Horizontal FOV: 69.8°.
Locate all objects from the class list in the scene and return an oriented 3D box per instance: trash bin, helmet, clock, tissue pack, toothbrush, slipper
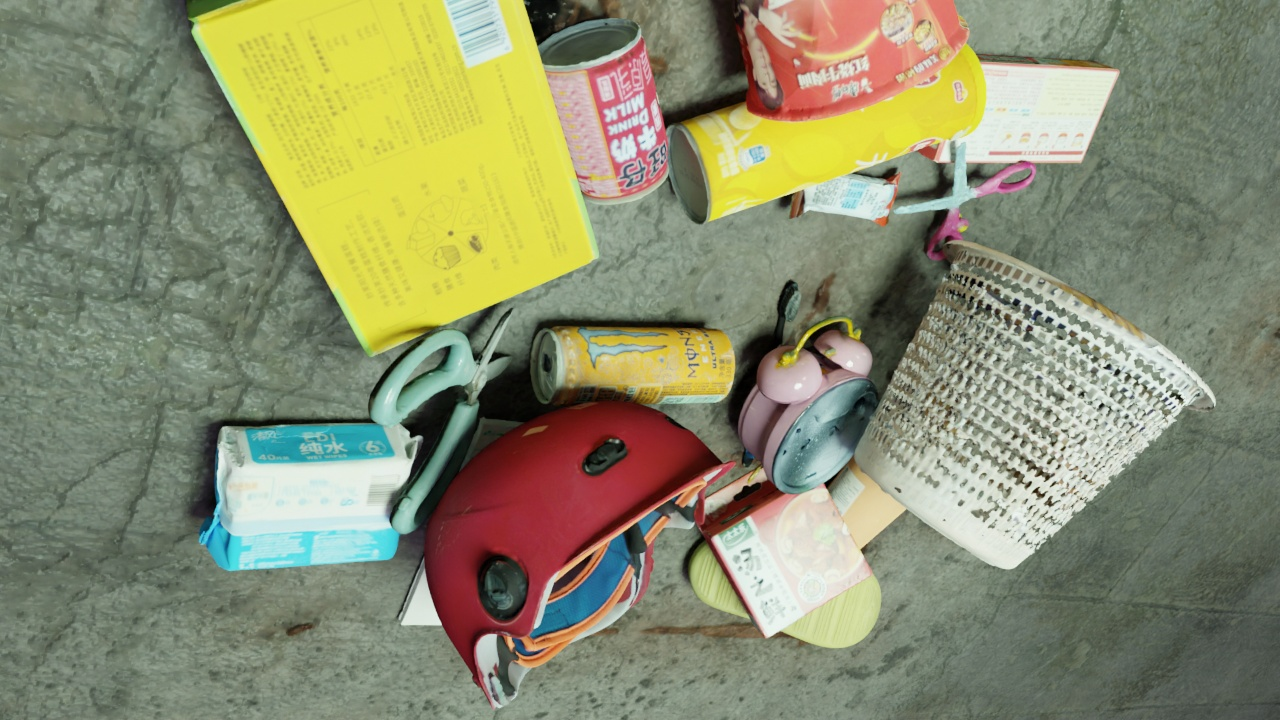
[{"bbox_3d":[0.283,0.045,0.722,0.227,0.227,0.192,29,99,-38],"label":"trash bin"},{"bbox_3d":[-0.056,0.106,0.636,0.206,0.144,0.241,-21,151,-51],"label":"helmet"},{"bbox_3d":[0.140,0.033,0.759,0.117,0.060,0.159,-17,133,-32],"label":"clock"},{"bbox_3d":[-0.222,0.090,0.627,0.139,0.063,0.090,1,119,-31],"label":"tissue pack"},{"bbox_3d":[0.109,0.019,0.777,0.014,0.016,0.190,-3,124,-20],"label":"toothbrush"},{"bbox_3d":[0.137,0.208,0.886,0.190,0.081,0.092,17,102,-7],"label":"slipper"}]

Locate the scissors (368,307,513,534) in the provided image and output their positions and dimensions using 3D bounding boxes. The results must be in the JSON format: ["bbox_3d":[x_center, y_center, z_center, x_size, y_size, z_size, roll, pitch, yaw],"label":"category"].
[{"bbox_3d":[-0.134,0.045,0.601,0.179,0.019,0.170,-69,167,17],"label":"scissors"}]

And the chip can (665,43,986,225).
[{"bbox_3d":[0.125,-0.158,0.625,0.213,0.072,0.072,-20,129,-12],"label":"chip can"}]

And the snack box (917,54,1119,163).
[{"bbox_3d":[0.294,-0.194,0.712,0.155,0.027,0.077,-5,124,-24],"label":"snack box"}]

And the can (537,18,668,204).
[{"bbox_3d":[-0.021,-0.150,0.559,0.066,0.066,0.094,-25,130,-10],"label":"can"}]

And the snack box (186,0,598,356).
[{"bbox_3d":[-0.129,-0.125,0.520,0.157,0.070,0.210,-25,130,-9],"label":"snack box"}]

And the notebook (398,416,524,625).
[{"bbox_3d":[-0.098,0.140,0.761,0.150,0.012,0.209,9,117,-33],"label":"notebook"}]

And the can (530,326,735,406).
[{"bbox_3d":[-0.004,0.004,0.681,0.145,0.058,0.058,0,122,-27],"label":"can"}]

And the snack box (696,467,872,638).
[{"bbox_3d":[0.124,0.161,0.819,0.113,0.044,0.127,-30,91,-5],"label":"snack box"}]

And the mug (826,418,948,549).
[{"bbox_3d":[0.220,0.121,0.867,0.078,0.078,0.123,22,115,-36],"label":"mug"}]

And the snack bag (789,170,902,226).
[{"bbox_3d":[0.156,-0.126,0.691,0.104,0.026,0.048,-1,116,-25],"label":"snack bag"}]

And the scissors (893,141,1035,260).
[{"bbox_3d":[0.259,-0.129,0.727,0.135,0.017,0.133,-25,146,1],"label":"scissors"}]

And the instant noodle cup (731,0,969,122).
[{"bbox_3d":[0.111,-0.221,0.539,0.138,0.138,0.109,-30,122,-5],"label":"instant noodle cup"}]
